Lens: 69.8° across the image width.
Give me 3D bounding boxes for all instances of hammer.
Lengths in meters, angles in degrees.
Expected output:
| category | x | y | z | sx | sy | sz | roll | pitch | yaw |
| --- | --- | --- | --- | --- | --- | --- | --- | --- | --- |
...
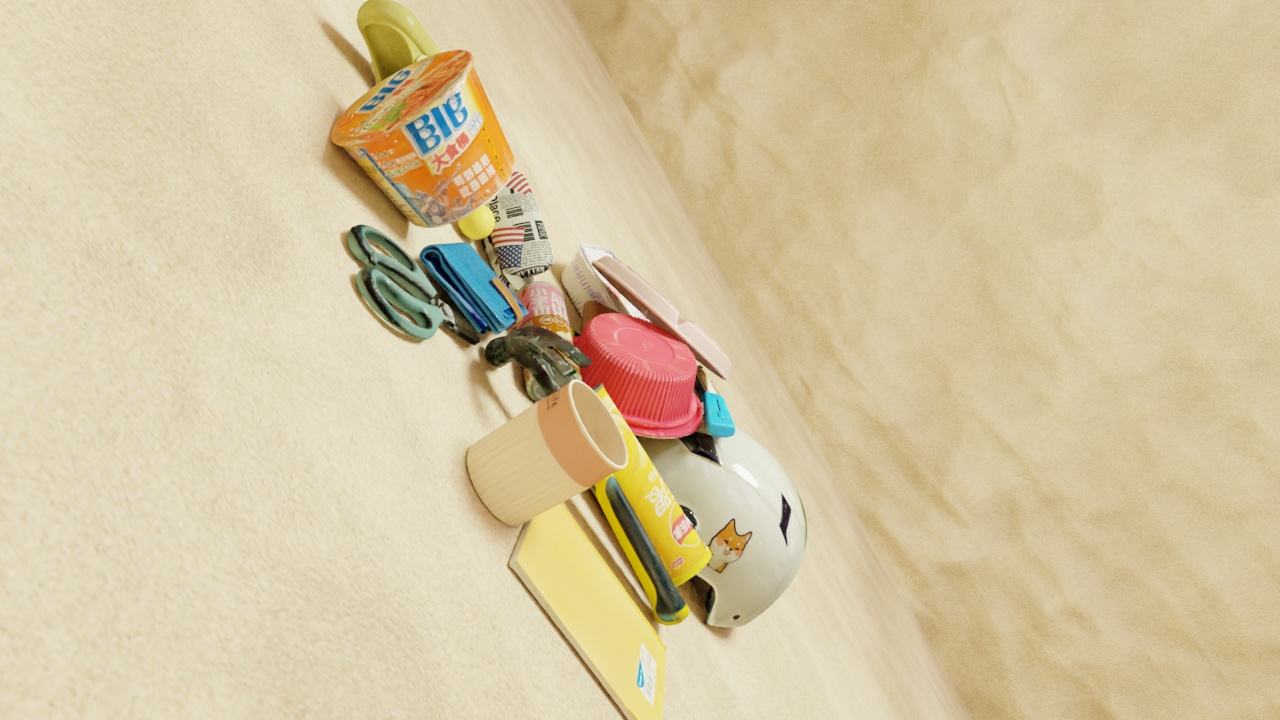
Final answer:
| category | x | y | z | sx | sy | sz | roll | pitch | yaw |
| --- | --- | --- | --- | --- | --- | --- | --- | --- | --- |
| hammer | -0.037 | 0.112 | 0.870 | 0.031 | 0.126 | 0.323 | -34 | 102 | -33 |

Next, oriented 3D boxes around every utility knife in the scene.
| category | x | y | z | sx | sy | sz | roll | pitch | yaw |
| --- | --- | --- | --- | --- | --- | --- | --- | --- | --- |
| utility knife | 0.089 | 0.060 | 1.082 | 0.159 | 0.034 | 0.018 | -88 | -171 | -77 |

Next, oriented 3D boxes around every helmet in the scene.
| category | x | y | z | sx | sy | sz | roll | pitch | yaw |
| --- | --- | --- | --- | --- | --- | --- | --- | --- | --- |
| helmet | 0.102 | 0.168 | 1.092 | 0.274 | 0.157 | 0.229 | 58 | 13 | -4 |

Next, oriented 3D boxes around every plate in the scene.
| category | x | y | z | sx | sy | sz | roll | pitch | yaw |
| --- | --- | --- | --- | --- | --- | --- | --- | --- | --- |
| plate | 0.030 | -0.058 | 1.176 | 0.229 | 0.028 | 0.229 | 41 | -1 | 0 |

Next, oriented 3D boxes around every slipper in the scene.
| category | x | y | z | sx | sy | sz | roll | pitch | yaw |
| --- | --- | --- | --- | --- | --- | --- | --- | --- | --- |
| slipper | -0.259 | -0.309 | 1.029 | 0.081 | 0.092 | 0.190 | -64 | 145 | -26 |

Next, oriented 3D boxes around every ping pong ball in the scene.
| category | x | y | z | sx | sy | sz | roll | pitch | yaw |
| --- | --- | --- | --- | --- | --- | --- | --- | --- | --- |
| ping pong ball | -0.182 | -0.154 | 1.017 | 0.040 | 0.040 | 0.040 | 54 | 14 | -20 |

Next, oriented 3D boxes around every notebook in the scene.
| category | x | y | z | sx | sy | sz | roll | pitch | yaw |
| --- | --- | --- | --- | --- | --- | --- | --- | --- | --- |
| notebook | -0.037 | 0.216 | 0.793 | 0.206 | 0.010 | 0.145 | 56 | 13 | -13 |

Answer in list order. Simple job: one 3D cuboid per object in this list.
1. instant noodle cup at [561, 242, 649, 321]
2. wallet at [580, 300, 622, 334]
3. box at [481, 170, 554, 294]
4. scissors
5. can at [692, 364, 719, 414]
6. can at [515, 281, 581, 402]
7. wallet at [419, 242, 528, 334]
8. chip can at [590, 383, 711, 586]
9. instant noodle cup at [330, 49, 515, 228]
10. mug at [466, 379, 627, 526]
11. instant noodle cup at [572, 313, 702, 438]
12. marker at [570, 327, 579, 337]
| category | x | y | z | sx | sy | sz | roll | pitch | yaw |
| --- | --- | --- | --- | --- | --- | --- | --- | --- | --- |
| instant noodle cup | -0.053 | -0.093 | 1.318 | 0.138 | 0.060 | 0.173 | 60 | 12 | 5 |
| wallet | -0.029 | -0.010 | 1.158 | 0.107 | 0.031 | 0.131 | 24 | 40 | -18 |
| box | -0.144 | -0.153 | 1.058 | 0.076 | 0.088 | 0.162 | 20 | 41 | -46 |
| scissors | -0.186 | -0.038 | 0.794 | 0.185 | 0.019 | 0.129 | 47 | 18 | -37 |
| can | 0.050 | 0.065 | 1.229 | 0.075 | 0.111 | 0.075 | 54 | 14 | -21 |
| can | -0.101 | -0.020 | 0.979 | 0.058 | 0.058 | 0.147 | 47 | 18 | -40 |
| wallet | -0.159 | -0.072 | 0.898 | 0.106 | 0.040 | 0.133 | 50 | 8 | -5 |
| chip can | -0.013 | 0.131 | 0.943 | 0.213 | 0.072 | 0.072 | 57 | 13 | -4 |
| instant noodle cup | -0.196 | -0.205 | 0.869 | 0.151 | 0.151 | 0.111 | -104 | 166 | -52 |
| mug | -0.071 | 0.078 | 0.762 | 0.081 | 0.106 | 0.114 | 63 | 14 | 15 |
| instant noodle cup | -0.006 | 0.006 | 1.047 | 0.194 | 0.066 | 0.193 | 20 | 26 | -11 |
| marker | -0.083 | -0.027 | 1.162 | 0.124 | 0.015 | 0.018 | 41 | 26 | -61 |
